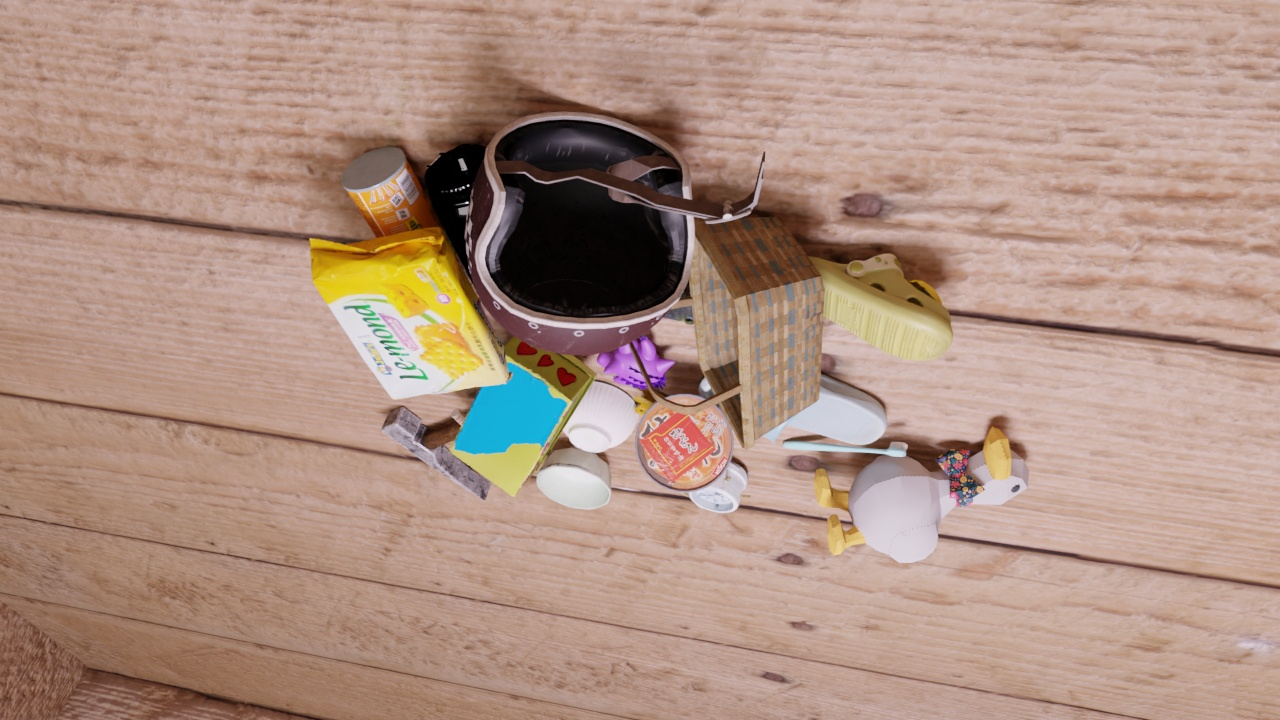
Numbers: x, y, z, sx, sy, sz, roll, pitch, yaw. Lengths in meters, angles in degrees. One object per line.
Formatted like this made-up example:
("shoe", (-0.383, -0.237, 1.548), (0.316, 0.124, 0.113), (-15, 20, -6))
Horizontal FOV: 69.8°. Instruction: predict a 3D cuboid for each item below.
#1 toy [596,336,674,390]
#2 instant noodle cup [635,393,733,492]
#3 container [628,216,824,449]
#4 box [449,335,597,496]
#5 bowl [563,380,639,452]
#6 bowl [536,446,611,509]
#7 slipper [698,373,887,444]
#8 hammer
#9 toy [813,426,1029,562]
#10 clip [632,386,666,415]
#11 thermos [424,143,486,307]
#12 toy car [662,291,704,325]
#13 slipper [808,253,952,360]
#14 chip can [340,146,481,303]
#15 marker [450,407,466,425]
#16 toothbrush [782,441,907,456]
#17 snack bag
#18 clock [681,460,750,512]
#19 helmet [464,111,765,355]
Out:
("toy", (-0.007, 0.007, 1.173), (0.088, 0.055, 0.106), (21, 140, -13))
("instant noodle cup", (0.062, 0.107, 1.206), (0.124, 0.123, 0.121), (9, 177, 8))
("container", (0.086, -0.022, 0.996), (0.186, 0.157, 0.250), (-19, 139, -7))
("box", (-0.160, 0.069, 1.235), (0.124, 0.081, 0.222), (34, 128, 4))
("bowl", (-0.065, 0.088, 1.287), (0.118, 0.062, 0.118), (9, 141, 7))
("bowl", (-0.096, 0.171, 1.399), (0.117, 0.061, 0.118), (9, 142, 7))
("slipper", (0.194, 0.061, 1.159), (0.245, 0.074, 0.104), (18, 141, -5))
("hammer", (-0.222, 0.116, 1.395), (0.301, 0.037, 0.217), (-21, 129, 36))
("toy", (0.371, 0.187, 1.214), (0.267, 0.140, 0.247), (-9, 140, 3))
("clip", (0.009, 0.061, 1.257), (0.054, 0.044, 0.050), (27, 115, -16))
("thermos", (-0.171, -0.151, 1.011), (0.086, 0.085, 0.199), (0, 139, 18))
("toy car", (0.037, -0.068, 1.089), (0.090, 0.027, 0.039), (11, 136, 14))
("slipper", (0.252, -0.069, 0.983), (0.190, 0.081, 0.092), (29, 158, 25))
("chip can", (-0.261, -0.138, 1.066), (0.075, 0.075, 0.215), (-1, 139, 20))
("marker", (-0.228, 0.120, 1.359), (0.017, 0.017, 0.145), (-14, 133, 31))
("toothbrush", (0.268, 0.115, 1.221), (0.181, 0.016, 0.016), (-2, 140, 40))
("snack bag", (-0.255, -0.054, 1.051), (0.160, 0.068, 0.247), (-5, 137, 13))
("clock", (0.103, 0.185, 1.355), (0.118, 0.056, 0.083), (-14, 134, 42))
("helmet", (-0.050, -0.128, 0.886), (0.233, 0.233, 0.254), (-5, 131, -17))
